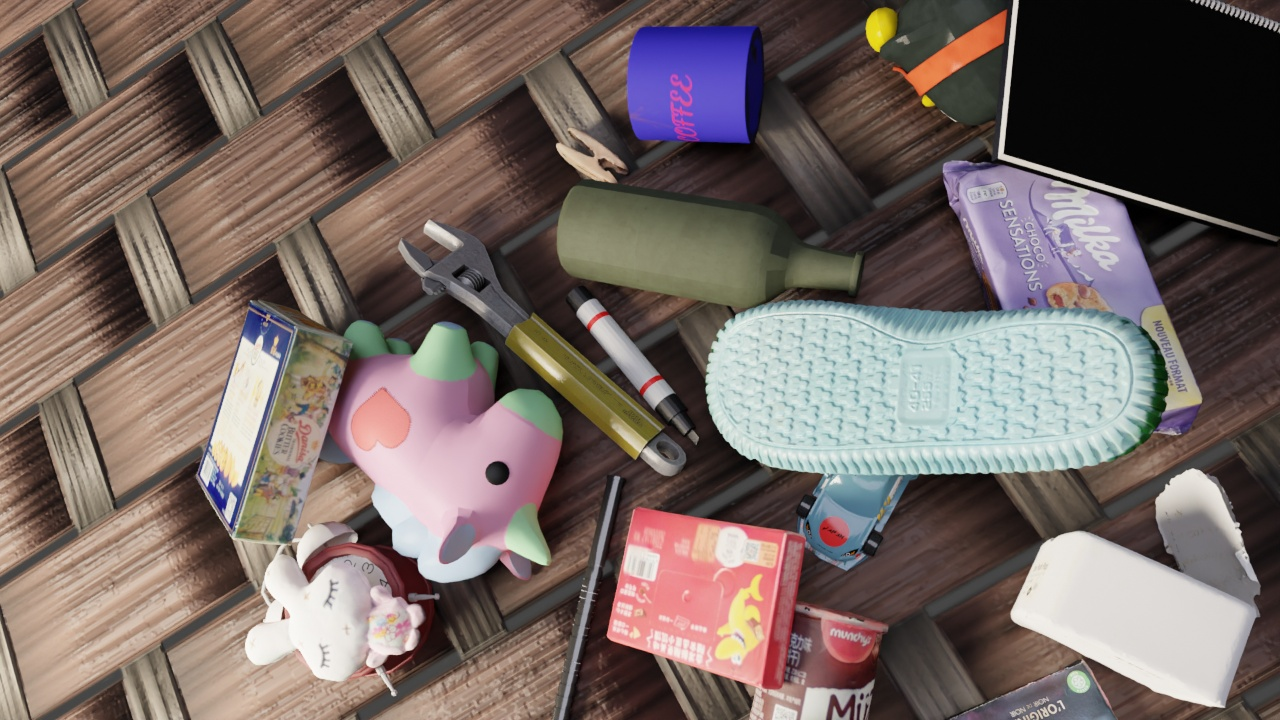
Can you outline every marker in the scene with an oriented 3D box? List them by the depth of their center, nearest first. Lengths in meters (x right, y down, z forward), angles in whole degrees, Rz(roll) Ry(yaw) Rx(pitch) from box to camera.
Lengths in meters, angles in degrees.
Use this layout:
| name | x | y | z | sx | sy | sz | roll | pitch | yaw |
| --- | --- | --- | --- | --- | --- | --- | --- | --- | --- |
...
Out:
| name | x | y | z | sx | sy | sz | roll | pitch | yaw |
| --- | --- | --- | --- | --- | --- | --- | --- | --- | --- |
| marker | -0.004 | 0.004 | 0.654 | 0.019 | 0.019 | 0.145 | -40 | 70 | 1 |

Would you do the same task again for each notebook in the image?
| name | x | y | z | sx | sy | sz | roll | pitch | yaw |
| --- | --- | --- | --- | --- | --- | --- | --- | --- | --- |
| notebook | 0.318 | -0.167 | 0.569 | 0.206 | 0.016 | 0.149 | 13 | 78 | -12 |

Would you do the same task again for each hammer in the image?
| name | x | y | z | sx | sy | sz | roll | pitch | yaw |
| --- | --- | --- | --- | --- | --- | --- | --- | --- | --- |
| hammer | -0.046 | 0.237 | 0.607 | 0.095 | 0.015 | 0.324 | 10 | 78 | 17 |

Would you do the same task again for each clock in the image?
| name | x | y | z | sx | sy | sz | roll | pitch | yaw |
| --- | --- | --- | --- | --- | --- | --- | --- | --- | --- |
| clock | -0.207 | 0.171 | 0.646 | 0.138 | 0.048 | 0.096 | 20 | 81 | 17 |

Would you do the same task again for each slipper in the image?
| name | x | y | z | sx | sy | sz | roll | pitch | yaw |
| --- | --- | --- | --- | --- | --- | --- | --- | --- | --- |
| slipper | 0.163 | 0.019 | 0.556 | 0.277 | 0.069 | 0.115 | -1 | 69 | 36 |

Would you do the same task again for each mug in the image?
| name | x | y | z | sx | sy | sz | roll | pitch | yaw |
| --- | --- | --- | --- | --- | --- | --- | --- | --- | --- |
| mug | 0.045 | -0.211 | 0.673 | 0.084 | 0.079 | 0.111 | 6 | 49 | 15 |

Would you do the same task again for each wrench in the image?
| name | x | y | z | sx | sy | sz | roll | pitch | yaw |
| --- | --- | --- | --- | --- | --- | --- | --- | --- | --- |
| wrench | -0.071 | -0.013 | 0.659 | 0.273 | 0.083 | 0.018 | 40 | 123 | 13 |

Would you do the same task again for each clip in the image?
| name | x | y | z | sx | sy | sz | roll | pitch | yaw |
| --- | --- | --- | --- | --- | --- | --- | --- | --- | --- |
| clip | -0.038 | -0.153 | 0.703 | 0.062 | 0.025 | 0.047 | 7 | 81 | 9 |

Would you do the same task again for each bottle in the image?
| name | x | y | z | sx | sy | sz | roll | pitch | yaw |
| --- | --- | --- | --- | --- | --- | --- | --- | --- | --- |
| bottle | 0.048 | -0.077 | 0.634 | 0.207 | 0.071 | 0.071 | 12 | 79 | 17 |

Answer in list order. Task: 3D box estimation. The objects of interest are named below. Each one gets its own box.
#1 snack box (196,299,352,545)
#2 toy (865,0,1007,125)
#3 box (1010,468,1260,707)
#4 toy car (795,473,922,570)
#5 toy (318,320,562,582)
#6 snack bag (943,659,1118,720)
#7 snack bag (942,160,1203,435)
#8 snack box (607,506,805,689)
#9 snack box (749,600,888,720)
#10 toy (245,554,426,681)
| name | x | y | z | sx | sy | sz | roll | pitch | yaw |
| --- | --- | --- | --- | --- | --- | --- | --- | --- | --- |
| snack box | -0.262 | 0.038 | 0.647 | 0.144 | 0.042 | 0.145 | 18 | 90 | 55 |
| toy | 0.227 | -0.206 | 0.614 | 0.100 | 0.097 | 0.119 | -27 | 94 | 50 |
| box | 0.283 | 0.109 | 0.507 | 0.103 | 0.110 | 0.130 | 24 | 83 | 18 |
| toy car | 0.142 | 0.080 | 0.592 | 0.060 | 0.027 | 0.107 | 29 | 84 | 19 |
| toy | -0.151 | 0.062 | 0.634 | 0.222 | 0.120 | 0.171 | 2 | 74 | 22 |
| snack bag | 0.209 | 0.242 | 0.539 | 0.155 | 0.018 | 0.074 | -26 | 70 | 5 |
| snack bag | 0.264 | -0.042 | 0.579 | 0.096 | 0.058 | 0.205 | -12 | 70 | 8 |
| snack box | 0.037 | 0.143 | 0.571 | 0.133 | 0.021 | 0.089 | -1 | 73 | 47 |
| snack box | 0.101 | 0.208 | 0.546 | 0.072 | 0.072 | 0.121 | 10 | 79 | 16 |
| toy | -0.201 | 0.169 | 0.598 | 0.125 | 0.037 | 0.076 | 5 | 81 | 19 |
